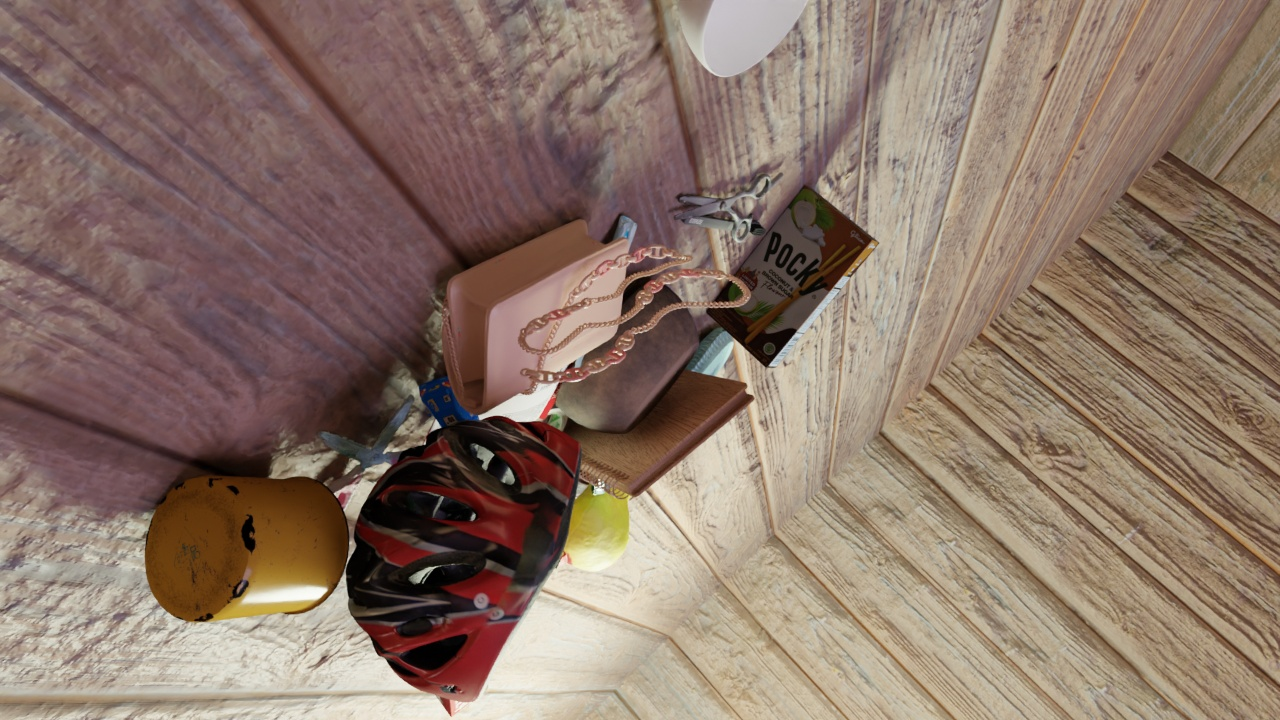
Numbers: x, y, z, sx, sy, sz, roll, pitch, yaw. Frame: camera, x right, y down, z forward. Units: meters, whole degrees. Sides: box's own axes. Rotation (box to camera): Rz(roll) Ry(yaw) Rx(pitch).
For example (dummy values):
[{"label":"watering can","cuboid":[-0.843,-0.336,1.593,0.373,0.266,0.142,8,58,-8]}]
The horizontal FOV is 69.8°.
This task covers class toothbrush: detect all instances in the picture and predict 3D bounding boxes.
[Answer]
[{"label":"toothbrush","cuboid":[0.087,-0.140,0.941,0.167,0.013,0.013,-5,136,-56]}]

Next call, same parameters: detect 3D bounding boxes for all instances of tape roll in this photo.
[{"label":"tape roll","cuboid":[-0.117,0.078,0.954,0.093,0.018,0.094,-38,157,-19]}]

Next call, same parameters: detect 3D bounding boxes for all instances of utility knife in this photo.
[{"label":"utility knife","cuboid":[-0.034,-0.055,0.808,0.022,0.015,0.149,-5,118,-64]}]

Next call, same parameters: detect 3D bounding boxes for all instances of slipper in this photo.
[{"label":"slipper","cuboid":[0.042,0.065,1.106,0.275,0.069,0.116,-46,159,-28]}]

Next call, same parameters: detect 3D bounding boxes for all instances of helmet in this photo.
[{"label":"helmet","cuboid":[-0.134,0.143,0.708,0.273,0.167,0.217,-37,-151,61]}]

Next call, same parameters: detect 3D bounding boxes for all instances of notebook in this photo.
[{"label":"notebook","cuboid":[0.001,0.069,0.962,0.168,0.022,0.211,-38,-160,-18]}]

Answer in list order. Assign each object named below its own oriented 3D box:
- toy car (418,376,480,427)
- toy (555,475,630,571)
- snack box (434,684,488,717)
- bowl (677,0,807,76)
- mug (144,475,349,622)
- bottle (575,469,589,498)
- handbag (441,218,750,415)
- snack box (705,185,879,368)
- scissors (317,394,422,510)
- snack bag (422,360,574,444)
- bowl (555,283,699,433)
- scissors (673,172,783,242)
[{"label":"toy car","cuboid":[-0.157,0.051,0.749,0.033,0.061,0.092,-19,135,2]},{"label":"toy","cuboid":[-0.045,0.185,1.181,0.134,0.092,0.207,99,13,-77]},{"label":"snack box","cuboid":[-0.230,0.320,1.058,0.060,0.113,0.237,-33,156,-28]},{"label":"bowl","cuboid":[0.066,-0.258,0.625,0.114,0.050,0.115,-38,158,-19]},{"label":"mug","cuboid":[-0.284,0.137,0.644,0.124,0.100,0.094,-36,160,14]},{"label":"bottle","cuboid":[-0.113,0.162,1.063,0.105,0.056,0.056,-48,159,8]},{"label":"handbag","cuboid":[-0.045,-0.005,0.688,0.198,0.187,0.117,-32,139,-40]},{"label":"snack box","cuboid":[0.172,-0.094,1.055,0.186,0.101,0.031,-52,158,19]},{"label":"scissors","cuboid":[-0.218,0.090,0.778,0.174,0.013,0.171,4,129,-52]},{"label":"snack bag","cuboid":[-0.113,0.022,0.824,0.143,0.039,0.131,-11,143,-46]},{"label":"bowl","cuboid":[-0.005,0.005,0.903,0.162,0.070,0.162,-49,171,-11]},{"label":"scissors","cuboid":[0.088,-0.162,0.898,0.120,0.014,0.159,-59,149,1]}]
